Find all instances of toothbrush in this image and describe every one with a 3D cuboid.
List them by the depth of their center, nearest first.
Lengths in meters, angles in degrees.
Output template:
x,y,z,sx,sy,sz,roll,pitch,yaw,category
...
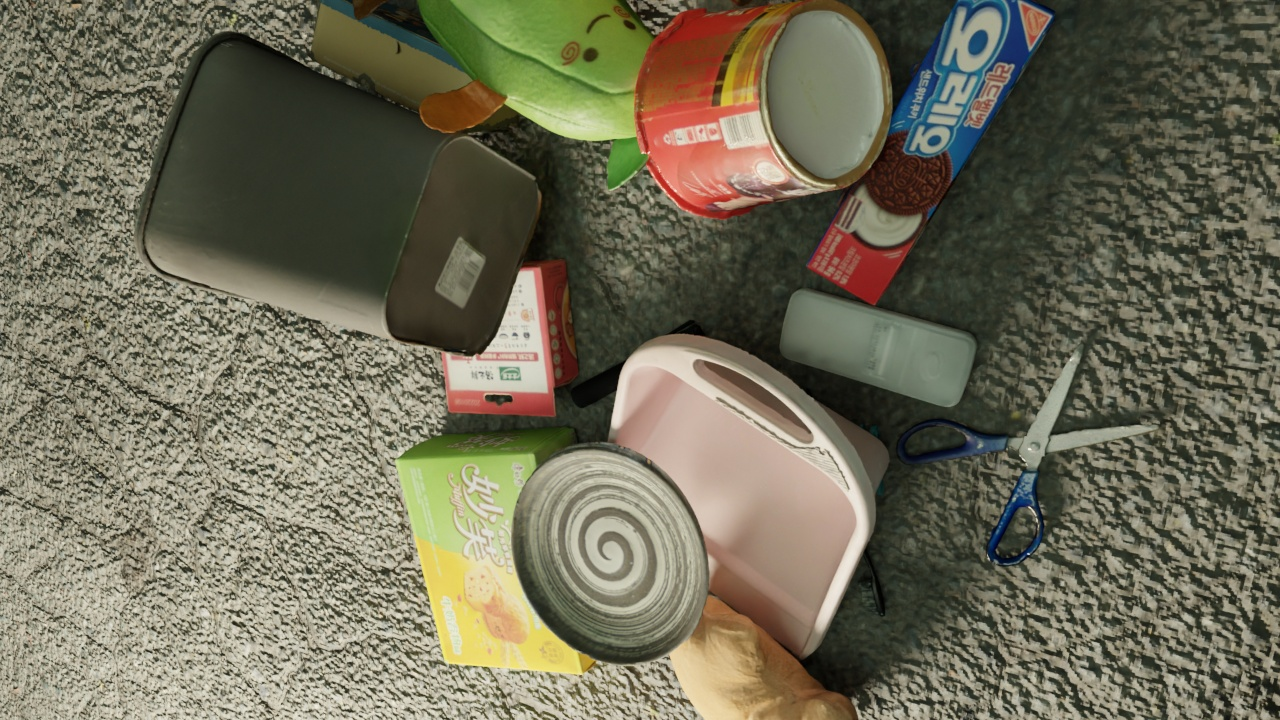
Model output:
x,y,z,sx,sy,sz,roll,pitch,yaw,category
0.155,0.110,0.705,0.017,0.014,0.189,-17,95,24,toothbrush

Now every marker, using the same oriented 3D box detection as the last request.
x,y,z,sx,sy,sz,roll,pitch,yaw,category
-0.004,0.004,0.753,0.132,0.020,0.022,-29,83,30,marker

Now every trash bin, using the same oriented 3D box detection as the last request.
x,y,z,sx,sy,sz,roll,pitch,yaw,category
-0.218,-0.111,0.707,0.220,0.198,0.198,22,93,21,trash bin

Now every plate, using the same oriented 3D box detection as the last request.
x,y,z,sx,sy,sz,roll,pitch,yaw,category
-0.024,0.151,0.725,0.180,0.024,0.179,5,100,27,plate

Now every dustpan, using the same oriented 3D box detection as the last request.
x,y,z,sx,sy,sz,roll,pitch,yaw,category
0.057,0.099,0.671,0.222,0.138,0.274,31,117,20,dustpan

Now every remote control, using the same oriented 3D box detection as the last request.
x,y,z,sx,sy,sz,roll,pitch,yaw,category
0.168,-0.011,0.660,0.136,0.020,0.056,18,111,22,remote control

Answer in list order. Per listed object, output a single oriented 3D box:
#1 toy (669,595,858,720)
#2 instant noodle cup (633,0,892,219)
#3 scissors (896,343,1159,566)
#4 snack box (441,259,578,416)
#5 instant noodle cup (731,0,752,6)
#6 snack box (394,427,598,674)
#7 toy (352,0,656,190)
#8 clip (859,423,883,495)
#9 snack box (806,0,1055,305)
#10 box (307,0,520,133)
x,y,z,sx,sy,sz,roll,pitch,yaw,category
0.073,0.242,0.738,0.226,0.082,0.144,44,138,10,toy
0.081,-0.157,0.576,0.109,0.137,0.138,12,113,56,instant noodle cup
0.262,0.067,0.639,0.162,0.012,0.176,10,108,25,scissors
-0.115,-0.020,0.788,0.113,0.044,0.127,1,104,26,snack box
0.060,-0.302,0.574,0.110,0.137,0.138,43,119,0,instant noodle cup
-0.121,0.171,0.831,0.158,0.069,0.210,-6,102,28,snack box
-0.074,-0.235,0.634,0.247,0.090,0.226,39,74,9,toy
0.170,0.074,0.688,0.038,0.013,0.055,8,109,24,clip
0.184,-0.139,0.595,0.058,0.057,0.208,33,116,12,snack box
-0.169,-0.234,0.731,0.184,0.089,0.059,26,114,16,box
